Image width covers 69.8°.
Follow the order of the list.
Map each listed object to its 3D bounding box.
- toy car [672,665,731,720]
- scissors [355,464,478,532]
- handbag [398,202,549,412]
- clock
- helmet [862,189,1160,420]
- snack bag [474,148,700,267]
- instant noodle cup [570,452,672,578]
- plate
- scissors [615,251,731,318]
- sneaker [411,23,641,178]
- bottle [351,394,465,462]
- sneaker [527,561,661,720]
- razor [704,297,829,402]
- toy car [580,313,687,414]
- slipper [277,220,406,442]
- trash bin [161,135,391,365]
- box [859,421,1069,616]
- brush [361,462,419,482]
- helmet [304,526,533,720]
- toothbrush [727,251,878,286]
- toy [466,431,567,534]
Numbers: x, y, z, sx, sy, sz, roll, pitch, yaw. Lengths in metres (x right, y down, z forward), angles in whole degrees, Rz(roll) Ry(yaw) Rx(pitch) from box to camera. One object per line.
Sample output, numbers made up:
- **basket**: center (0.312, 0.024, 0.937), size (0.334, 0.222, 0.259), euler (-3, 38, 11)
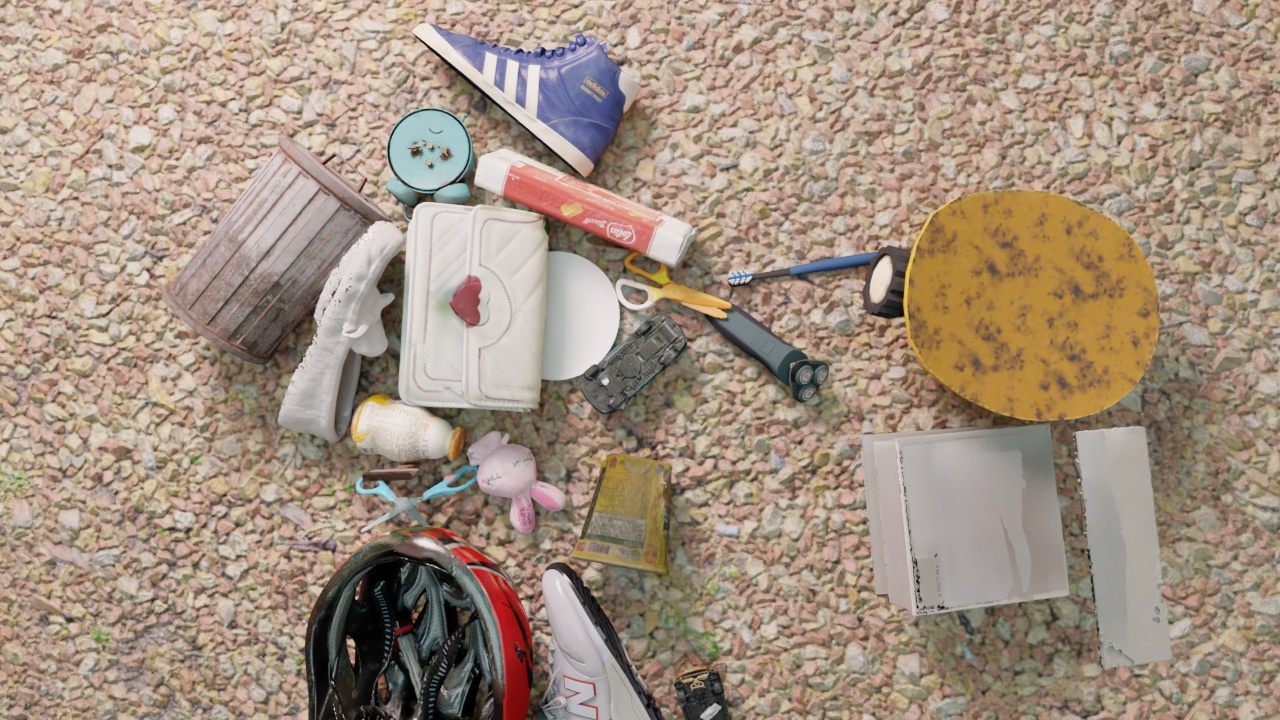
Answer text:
- **toy car**: center (0.062, 0.336, 0.912), size (0.047, 0.047, 0.112), euler (-13, 115, 3)
- **scissors**: center (-0.232, 0.132, 0.929), size (0.135, 0.134, 0.015), euler (19, 123, 41)
- **handbag**: center (-0.161, -0.049, 0.903), size (0.142, 0.096, 0.198), euler (2, 85, -16)
- **clock**: center (-0.216, -0.199, 0.954), size (0.090, 0.053, 0.124), euler (7, 87, 4)
- **helmet**: center (0.340, -0.048, 0.874), size (0.255, 0.131, 0.205), euler (12, 86, -10)
- **snack bag**: center (-0.053, -0.157, 0.931), size (0.225, 0.077, 0.041), euler (24, 111, 3)
- **instant noodle cup**: center (-0.011, 0.152, 0.909), size (0.102, 0.102, 0.108), euler (10, 78, 4)
- **plate**: center (-0.089, -0.046, 0.959), size (0.134, 0.011, 0.134), euler (0, 87, 3)
- **scissors**: center (0.033, -0.065, 0.940), size (0.130, 0.013, 0.070), euler (28, 91, 18)
- **sneaker**: center (-0.108, -0.307, 0.935), size (0.233, 0.091, 0.118), euler (40, 94, 4)
- **bottle**: center (-0.235, 0.073, 0.934), size (0.108, 0.063, 0.063), euler (13, 87, 4)
- **sneaker**: center (-0.065, 0.327, 0.898), size (0.124, 0.089, 0.239), euler (-31, 89, -2)
- **razor**: center (0.124, -0.015, 0.932), size (0.143, 0.052, 0.047), euler (38, 91, 14)
- **toy car**: center (-0.006, 0.005, 0.935), size (0.120, 0.043, 0.056), euler (-41, 86, -1)
- **slipper**: center (-0.287, -0.024, 0.906), size (0.074, 0.112, 0.247), euler (21, 112, -16)
- **trash bin**: center (-0.357, -0.115, 0.920), size (0.131, 0.131, 0.211), euler (40, 91, 4)
- **box**: center (0.319, 0.157, 1.029), size (0.172, 0.404, 0.168), euler (-5, 86, 2)
- **brush**: center (-0.234, 0.107, 0.892), size (0.045, 0.143, 0.008), euler (-1, 88, -6)
- **helmet**: center (-0.201, 0.282, 0.865), size (0.218, 0.166, 0.272), euler (10, 100, 18)
- **toothbrush**: center (0.173, -0.096, 0.947), size (0.168, 0.014, 0.014), euler (-9, 75, 3)
- **toy**: center (-0.127, 0.122, 0.933), size (0.063, 0.047, 0.110), euler (-42, 100, -17)
